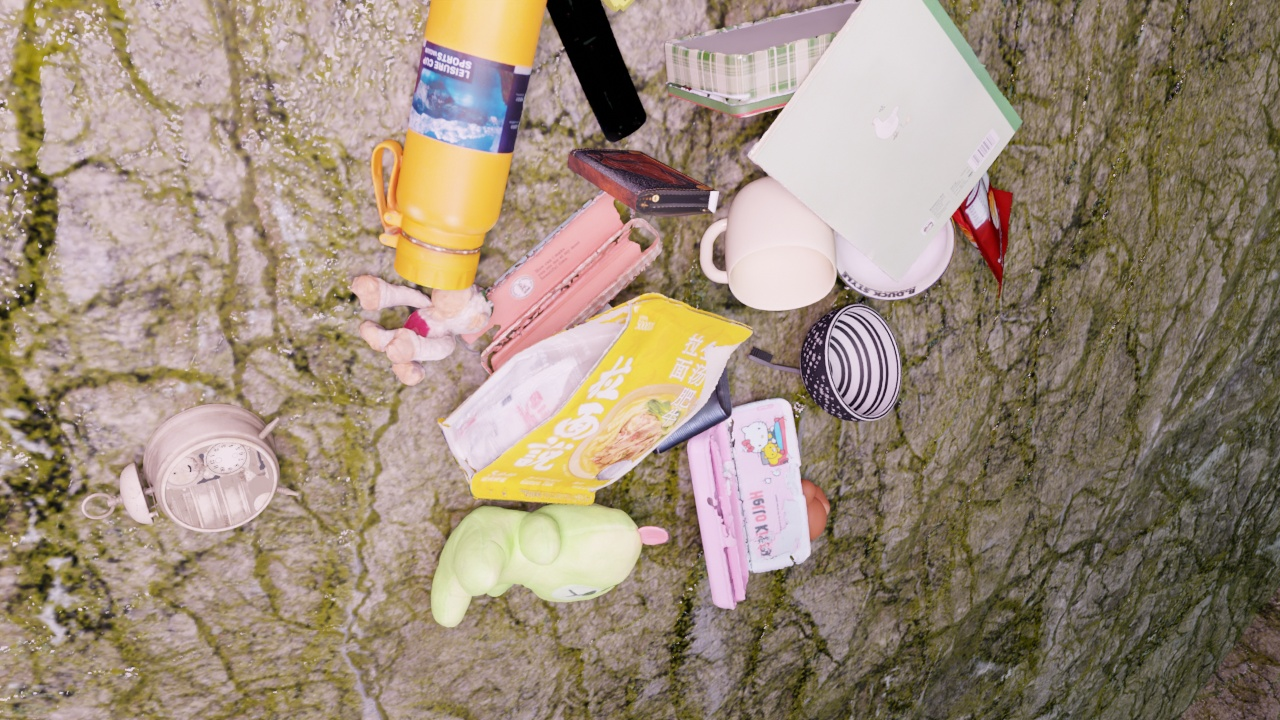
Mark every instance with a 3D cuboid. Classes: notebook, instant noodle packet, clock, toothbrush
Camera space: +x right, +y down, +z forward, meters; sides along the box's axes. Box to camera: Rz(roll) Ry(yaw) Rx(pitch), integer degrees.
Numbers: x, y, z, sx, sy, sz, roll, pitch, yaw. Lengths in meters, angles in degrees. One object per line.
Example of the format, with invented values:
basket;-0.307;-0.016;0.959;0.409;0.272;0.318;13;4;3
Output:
notebook;0.214;-0.184;0.760;0.252;0.010;0.182;26;106;-45
instant noodle packet;-0.027;0.028;0.743;0.222;0.084;0.162;-38;150;24
clock;-0.333;0.090;0.678;0.140;0.054;0.093;-17;123;-26
toothbrush;0.173;0.015;0.985;0.167;0.013;0.013;20;95;-38

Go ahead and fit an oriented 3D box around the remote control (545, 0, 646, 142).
remote control;-0.035;-0.239;0.705;0.041;0.020;0.152;-35;130;-10

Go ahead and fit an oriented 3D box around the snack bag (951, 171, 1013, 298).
snack bag;0.334;-0.175;0.924;0.208;0.067;0.138;37;50;-37

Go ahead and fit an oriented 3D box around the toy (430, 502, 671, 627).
toy;-0.091;0.177;0.849;0.196;0.107;0.151;-7;151;-36

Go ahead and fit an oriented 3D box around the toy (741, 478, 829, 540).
toy;0.154;0.172;1.041;0.127;0.065;0.095;12;106;-25

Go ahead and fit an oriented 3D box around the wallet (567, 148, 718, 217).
wallet;-0.001;-0.140;0.715;0.072;0.123;0.019;-5;118;-30

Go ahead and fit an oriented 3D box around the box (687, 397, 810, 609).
box;0.105;0.147;0.966;0.146;0.077;0.202;-26;115;-37

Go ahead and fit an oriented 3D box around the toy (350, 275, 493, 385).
toy;-0.158;-0.029;0.707;0.105;0.085;0.074;-20;139;-28

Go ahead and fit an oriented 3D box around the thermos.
thermos;-0.132;-0.170;0.655;0.076;0.091;0.233;-19;130;-58

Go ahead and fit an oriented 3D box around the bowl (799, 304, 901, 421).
bowl;0.209;0.006;0.960;0.120;0.067;0.120;8;78;-37

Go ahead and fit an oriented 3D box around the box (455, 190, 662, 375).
box;-0.068;-0.063;0.763;0.187;0.082;0.041;-43;162;-6

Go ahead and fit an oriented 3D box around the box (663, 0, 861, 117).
box;0.130;-0.249;0.744;0.205;0.118;0.051;-20;120;-24

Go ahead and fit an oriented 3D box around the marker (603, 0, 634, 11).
marker;0.020;-0.313;0.698;0.021;0.017;0.124;44;86;4

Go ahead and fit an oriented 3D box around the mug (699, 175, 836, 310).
mug;0.112;-0.111;0.823;0.120;0.099;0.096;-7;146;13

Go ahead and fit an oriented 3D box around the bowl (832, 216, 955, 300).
bowl;0.247;-0.123;0.906;0.117;0.067;0.117;5;112;12

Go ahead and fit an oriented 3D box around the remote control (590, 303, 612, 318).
remote control;-0.005;0.005;0.858;0.049;0.024;0.143;-47;131;-1

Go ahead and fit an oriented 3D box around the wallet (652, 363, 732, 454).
wallet;0.039;0.028;0.866;0.089;0.026;0.115;-26;129;-19
